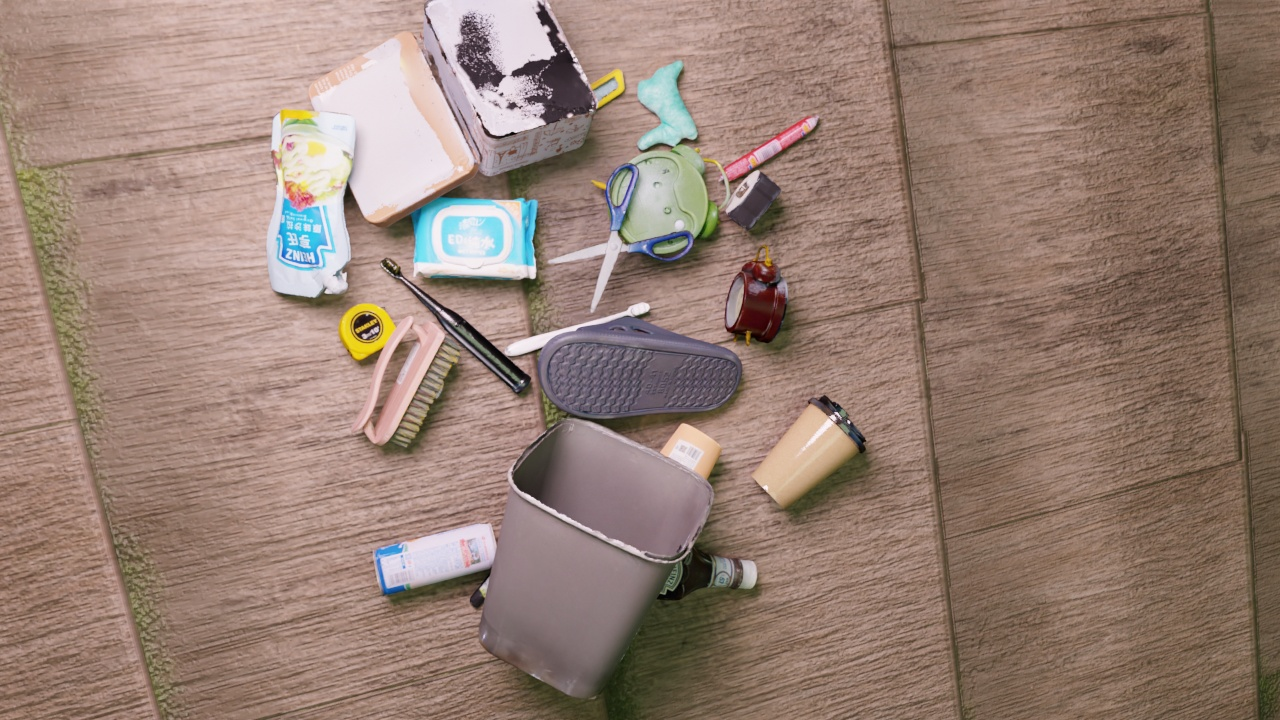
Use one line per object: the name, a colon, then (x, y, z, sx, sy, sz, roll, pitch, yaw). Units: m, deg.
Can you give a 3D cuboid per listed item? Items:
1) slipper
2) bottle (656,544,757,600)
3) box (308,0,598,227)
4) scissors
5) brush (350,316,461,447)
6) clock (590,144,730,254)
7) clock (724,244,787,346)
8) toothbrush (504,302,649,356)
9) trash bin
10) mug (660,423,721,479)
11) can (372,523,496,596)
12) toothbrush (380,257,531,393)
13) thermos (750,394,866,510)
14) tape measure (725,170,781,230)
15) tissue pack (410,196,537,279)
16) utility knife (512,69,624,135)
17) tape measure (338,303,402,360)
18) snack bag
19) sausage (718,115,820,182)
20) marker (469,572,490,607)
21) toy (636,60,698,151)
slipper: (-0.006, 0.006, 1.075, 0.267, 0.083, 0.111, 4, 118, -31)
bottle: (0.049, 0.256, 1.128, 0.194, 0.044, 0.080, 9, 99, -17)
box: (-0.197, -0.270, 0.957, 0.272, 0.106, 0.178, -25, 80, -7)
scissors: (-0.019, -0.136, 1.027, 0.162, 0.012, 0.176, 7, 94, -16)
brush: (-0.259, 0.026, 1.007, 0.073, 0.063, 0.145, 27, 93, -30)
clock: (0.031, -0.188, 1.072, 0.161, 0.056, 0.116, -19, 101, -13)
clock: (0.140, -0.078, 1.101, 0.055, 0.082, 0.122, 10, 95, -10)
toothbrush: (-0.073, -0.037, 1.078, 0.180, 0.016, 0.016, -19, 95, -13)
trash bin: (-0.057, 0.215, 0.985, 0.199, 0.198, 0.220, 24, 113, 9)
mug: (0.042, 0.141, 1.101, 0.078, 0.078, 0.122, 34, 81, -16)
can: (-0.231, 0.224, 1.041, 0.134, 0.053, 0.053, -12, 98, -14)
toothbrush: (-0.208, -0.041, 1.034, 0.212, 0.027, 0.026, 44, 62, -15)
thermos: (0.209, 0.115, 1.140, 0.143, 0.093, 0.093, -45, 105, 2)
tape measure: (0.132, -0.192, 1.094, 0.033, 0.066, 0.066, 36, 104, -15)
tissue pack: (-0.184, -0.135, 1.013, 0.140, 0.063, 0.090, 0, 94, -16)
utility knife: (-0.081, -0.288, 1.051, 0.154, 0.015, 0.033, -35, 106, -10)
tape measure: (-0.302, -0.033, 1.008, 0.059, 0.029, 0.057, -34, 100, -28)
snack bag: (-0.341, -0.160, 0.948, 0.110, 0.038, 0.191, 9, 99, 16)
sausage: (0.158, -0.258, 1.120, 0.155, 0.020, 0.020, -33, 103, -10)
marker: (-0.159, 0.241, 1.084, 0.018, 0.015, 0.124, 40, 87, -15)
toy: (0.028, -0.291, 1.075, 0.096, 0.030, 0.092, -32, 101, -4)
